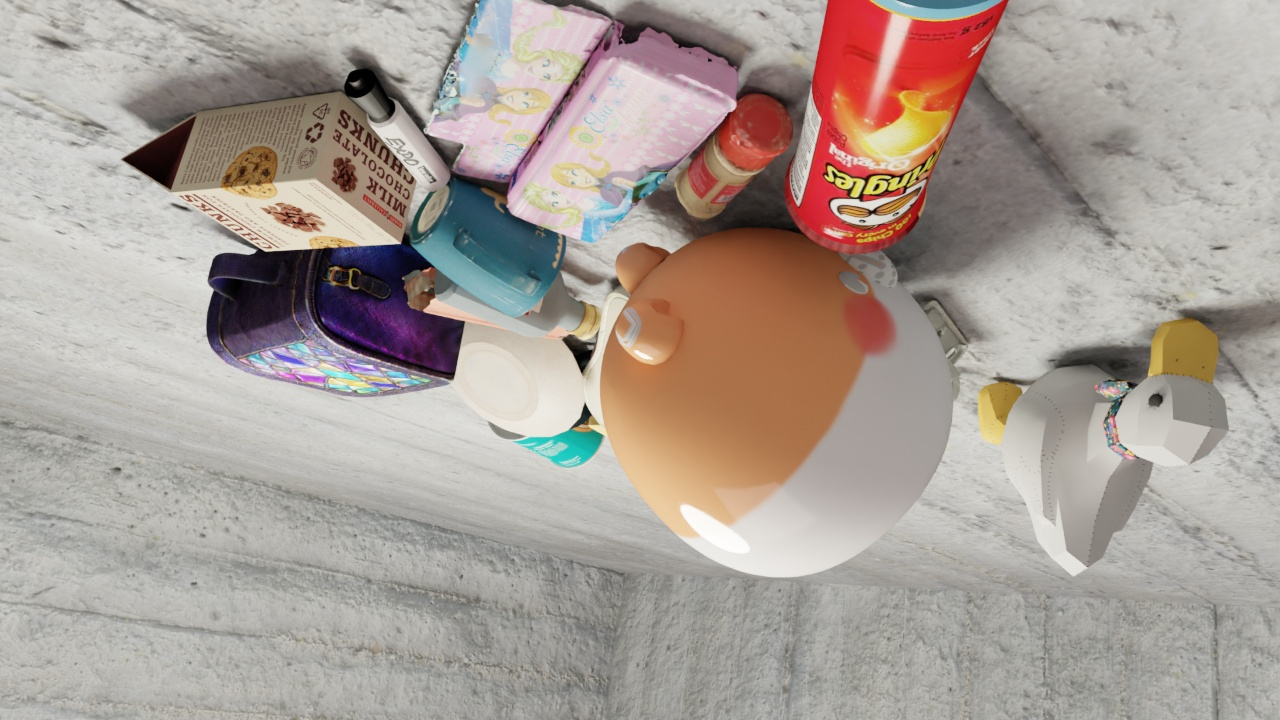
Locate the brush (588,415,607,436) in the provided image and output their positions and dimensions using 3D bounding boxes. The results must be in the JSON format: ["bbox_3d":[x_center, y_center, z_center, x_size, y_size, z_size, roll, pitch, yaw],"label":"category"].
[{"bbox_3d":[0.084,0.063,1.114,0.251,0.075,0.195,-10,154,44],"label":"brush"}]

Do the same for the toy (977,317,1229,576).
[{"bbox_3d":[0.427,0.078,0.858,0.141,0.247,0.267,11,-176,-7],"label":"toy"}]

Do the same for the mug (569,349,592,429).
[{"bbox_3d":[-0.089,0.020,1.079,0.122,0.085,0.094,-26,152,12],"label":"mug"}]

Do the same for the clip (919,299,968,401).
[{"bbox_3d":[0.243,0.023,0.852,0.125,0.147,0.081,34,-170,-48],"label":"clip"}]

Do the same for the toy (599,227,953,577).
[{"bbox_3d":[0.096,0.019,0.710,0.280,0.262,0.266,35,111,-18],"label":"toy"}]

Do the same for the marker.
[{"bbox_3d":[-0.170,-0.161,0.646,0.025,0.025,0.126,4,161,15],"label":"marker"}]

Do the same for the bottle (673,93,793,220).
[{"bbox_3d":[0.058,-0.131,0.603,0.044,0.044,0.109,14,162,-15],"label":"bottle"}]

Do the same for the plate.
[{"bbox_3d":[-0.150,0.017,1.000,0.189,0.027,0.189,16,131,19],"label":"plate"}]

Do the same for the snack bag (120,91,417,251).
[{"bbox_3d":[-0.286,-0.137,0.701,0.207,0.069,0.094,0,160,24],"label":"snack bag"}]

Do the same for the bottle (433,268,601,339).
[{"bbox_3d":[-0.106,-0.061,0.839,0.161,0.072,0.046,23,155,-37],"label":"bottle"}]

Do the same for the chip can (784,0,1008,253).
[{"bbox_3d":[0.128,-0.141,0.477,0.087,0.087,0.213,7,161,6],"label":"chip can"}]

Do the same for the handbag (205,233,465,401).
[{"bbox_3d":[-0.300,-0.050,0.879,0.205,0.125,0.221,-9,157,43],"label":"handbag"}]

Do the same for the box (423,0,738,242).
[{"bbox_3d":[-0.056,-0.154,0.610,0.159,0.035,0.231,18,159,-19],"label":"box"}]

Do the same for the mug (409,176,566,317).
[{"bbox_3d":[-0.120,-0.089,0.724,0.104,0.084,0.112,31,-169,-32],"label":"mug"}]

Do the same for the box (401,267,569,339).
[{"bbox_3d":[-0.137,-0.050,0.871,0.186,0.053,0.058,9,-174,-42],"label":"box"}]

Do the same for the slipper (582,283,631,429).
[{"bbox_3d":[-0.006,0.006,0.964,0.114,0.054,0.275,43,152,14],"label":"slipper"}]

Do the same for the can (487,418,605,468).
[{"bbox_3d":[-0.123,0.077,1.215,0.099,0.099,0.144,-1,159,27],"label":"can"}]
